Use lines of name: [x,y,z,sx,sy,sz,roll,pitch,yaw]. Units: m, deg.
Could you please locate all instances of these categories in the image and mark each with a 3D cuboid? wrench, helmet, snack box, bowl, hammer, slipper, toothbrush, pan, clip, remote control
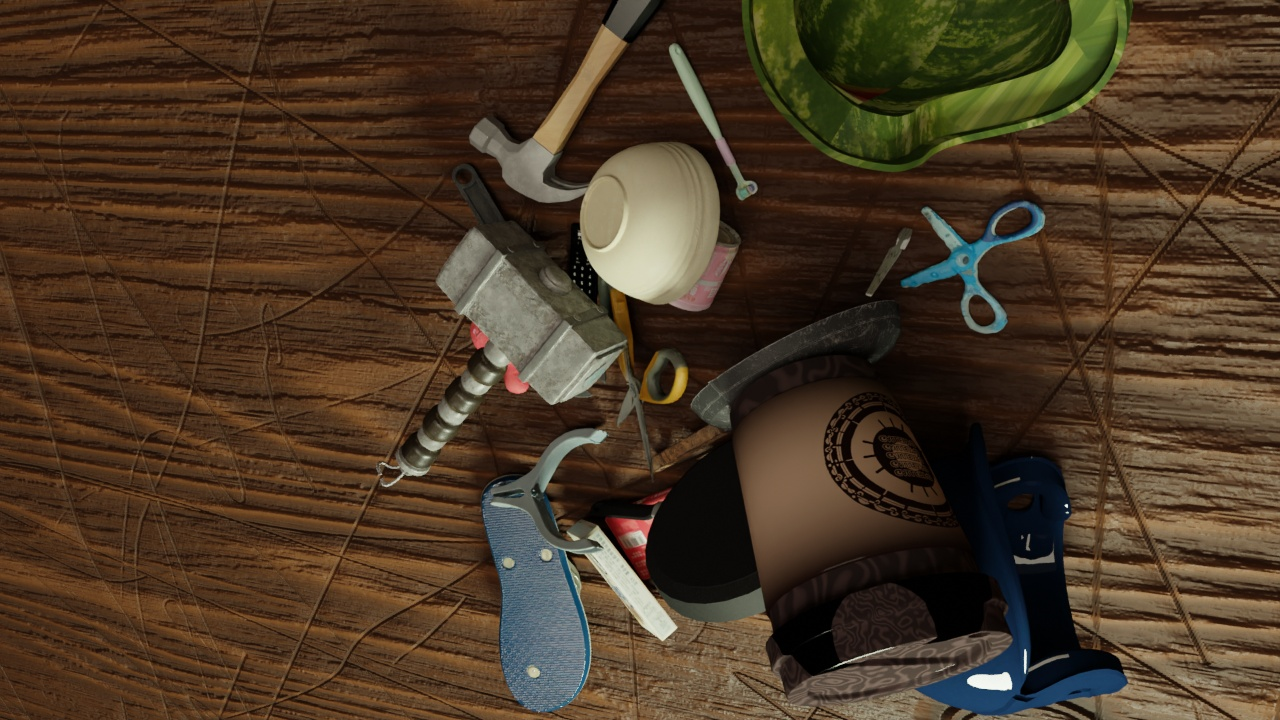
wrench: [-0.118,-0.082,0.946,0.073,0.018,0.273,-31,92,-7]
helmet: [0.206,-0.265,0.652,0.243,0.246,0.214,59,148,35]
snack box: [-0.022,0.248,1.044,0.026,0.082,0.150,-40,98,-16]
bowl: [-0.006,-0.129,0.833,0.151,0.075,0.150,-6,83,51]
hammer: [-0.173,0.030,0.932,0.177,0.079,0.327,46,116,9]
hammer: [-0.029,-0.287,0.839,0.131,0.039,0.329,38,119,-1]
slipper: [-0.122,0.275,1.104,0.118,0.060,0.295,-9,96,17]
toothbrush: [0.065,-0.220,0.846,0.022,0.015,0.155,-31,102,-8]
pan: [0.057,0.150,0.920,0.357,0.224,0.034,-6,130,48]
clip: [-0.082,0.150,1.005,0.165,0.032,0.165,-49,53,8]
snack box: [0.036,0.189,1.029,0.133,0.021,0.089,-25,102,27]
toothbrush: [0.207,-0.080,0.762,0.010,0.181,0.010,18,120,18]
remote control: [-0.059,-0.073,0.956,0.030,0.009,0.140,11,115,15]
helmet: [0.287,0.183,0.811,0.223,0.231,0.273,-3,135,9]
pan: [0.105,0.046,0.873,0.358,0.207,0.040,-44,67,49]

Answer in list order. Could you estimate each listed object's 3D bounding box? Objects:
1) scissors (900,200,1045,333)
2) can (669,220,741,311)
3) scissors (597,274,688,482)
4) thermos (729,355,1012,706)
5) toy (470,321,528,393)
scissors: [0.303,-0.091,0.822,0.140,0.011,0.134,-37,95,29]
can: [0.051,-0.095,0.876,0.067,0.067,0.076,28,118,6]
scissors: [-0.005,0.006,0.910,0.226,0.016,0.229,127,127,-64]
thermos: [0.158,0.124,0.699,0.172,0.225,0.173,-9,148,-6]
toy: [-0.139,-0.031,0.981,0.092,0.045,0.135,-13,101,20]
